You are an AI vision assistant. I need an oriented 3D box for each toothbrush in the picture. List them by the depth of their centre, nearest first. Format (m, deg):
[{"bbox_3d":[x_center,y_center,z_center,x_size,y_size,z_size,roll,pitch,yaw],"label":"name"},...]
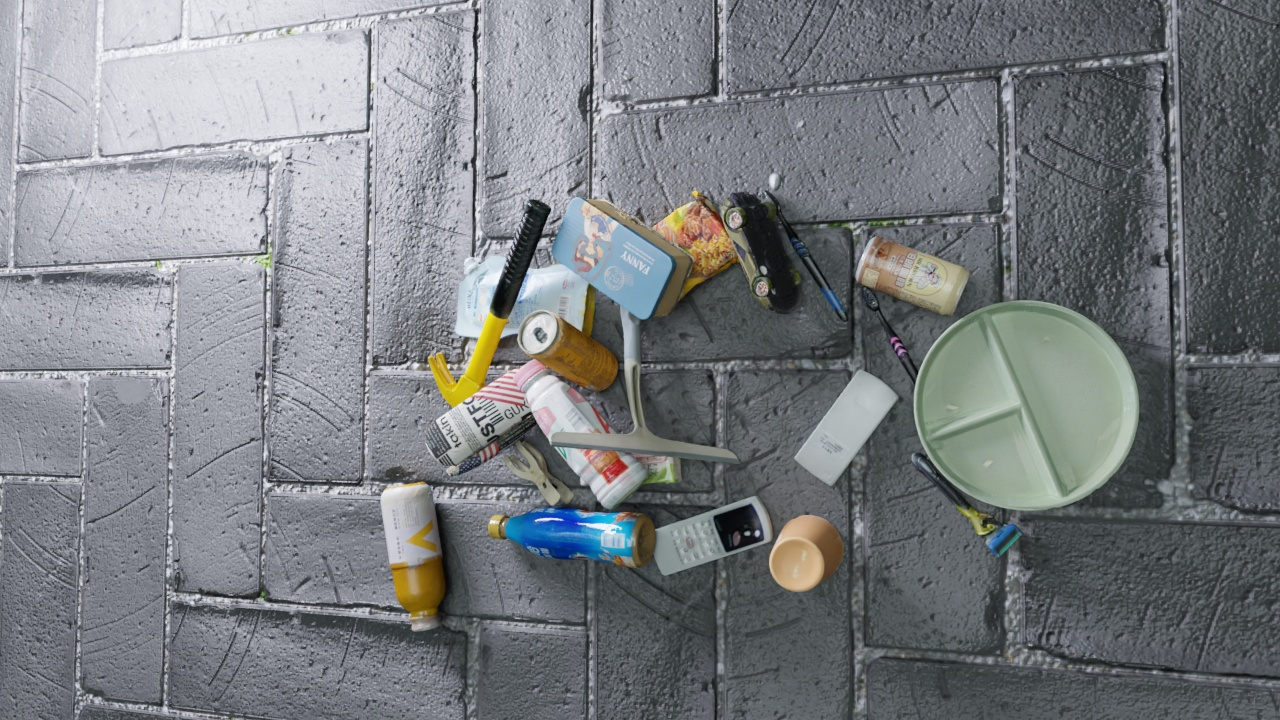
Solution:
[{"bbox_3d":[0.304,-0.005,1.059,0.014,0.017,0.189,-30,80,11],"label":"toothbrush"},{"bbox_3d":[0.196,-0.126,1.099,0.014,0.016,0.189,-34,79,20],"label":"toothbrush"}]

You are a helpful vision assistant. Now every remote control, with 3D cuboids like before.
[{"bbox_3d":[0.241,0.078,1.072,0.056,0.019,0.135,36,98,16],"label":"remote control"},{"bbox_3d":[0.085,0.213,1.113,0.150,0.021,0.058,-22,81,16],"label":"remote control"}]

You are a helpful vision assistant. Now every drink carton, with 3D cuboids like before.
[{"bbox_3d":[-0.013,0.127,1.134,0.123,0.045,0.053,-4,85,16],"label":"drink carton"}]

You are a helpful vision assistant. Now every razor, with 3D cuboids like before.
[{"bbox_3d":[0.358,0.158,1.031,0.042,0.022,0.142,-38,71,-19],"label":"razor"}]

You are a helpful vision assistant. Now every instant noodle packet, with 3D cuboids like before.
[{"bbox_3d":[0.049,-0.134,1.131,0.128,0.044,0.110,-34,74,13],"label":"instant noodle packet"}]

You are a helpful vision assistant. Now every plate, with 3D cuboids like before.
[{"bbox_3d":[0.420,0.049,1.010,0.230,0.027,0.230,0,88,14],"label":"plate"}]

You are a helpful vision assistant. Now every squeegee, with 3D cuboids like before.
[{"bbox_3d":[-0.007,0.007,1.119,0.039,0.246,0.246,-42,47,53],"label":"squeegee"}]

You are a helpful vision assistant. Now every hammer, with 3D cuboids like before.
[{"bbox_3d":[-0.181,-0.062,1.167,0.129,0.032,0.301,29,110,13],"label":"hammer"}]

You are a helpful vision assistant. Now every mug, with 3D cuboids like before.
[{"bbox_3d":[0.182,0.219,1.029,0.078,0.122,0.078,-1,86,18],"label":"mug"}]

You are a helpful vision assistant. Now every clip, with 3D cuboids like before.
[{"bbox_3d":[-0.129,0.146,1.173,0.100,0.072,0.035,41,97,21],"label":"clip"}]

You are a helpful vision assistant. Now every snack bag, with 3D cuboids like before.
[{"bbox_3d":[-0.153,-0.076,1.191,0.191,0.038,0.110,8,105,19],"label":"snack bag"}]

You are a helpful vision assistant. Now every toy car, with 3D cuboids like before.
[{"bbox_3d":[0.142,-0.127,1.084,0.042,0.070,0.158,-26,83,48],"label":"toy car"}]

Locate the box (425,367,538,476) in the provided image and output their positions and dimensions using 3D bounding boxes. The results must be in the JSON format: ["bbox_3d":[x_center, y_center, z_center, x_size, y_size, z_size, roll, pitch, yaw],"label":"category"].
[{"bbox_3d":[-0.186,0.082,1.153,0.162,0.086,0.075,-36,74,-10],"label":"box"}]

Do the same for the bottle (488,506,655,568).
[{"bbox_3d":[-0.091,0.216,1.140,0.219,0.065,0.065,-1,87,26],"label":"bottle"}]

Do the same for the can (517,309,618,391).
[{"bbox_3d":[-0.085,-0.010,1.108,0.058,0.146,0.058,-11,66,25],"label":"can"}]

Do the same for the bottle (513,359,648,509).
[{"bbox_3d":[-0.076,0.084,1.092,0.068,0.068,0.197,-44,79,10],"label":"bottle"}]

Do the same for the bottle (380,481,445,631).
[{"bbox_3d":[-0.295,0.257,1.203,0.068,0.068,0.189,-12,84,16],"label":"bottle"}]

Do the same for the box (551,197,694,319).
[{"bbox_3d":[-0.018,-0.121,1.099,0.184,0.062,0.090,35,115,29],"label":"box"}]

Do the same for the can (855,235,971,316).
[{"bbox_3d":[0.308,-0.096,1.040,0.116,0.058,0.058,24,94,17],"label":"can"}]
